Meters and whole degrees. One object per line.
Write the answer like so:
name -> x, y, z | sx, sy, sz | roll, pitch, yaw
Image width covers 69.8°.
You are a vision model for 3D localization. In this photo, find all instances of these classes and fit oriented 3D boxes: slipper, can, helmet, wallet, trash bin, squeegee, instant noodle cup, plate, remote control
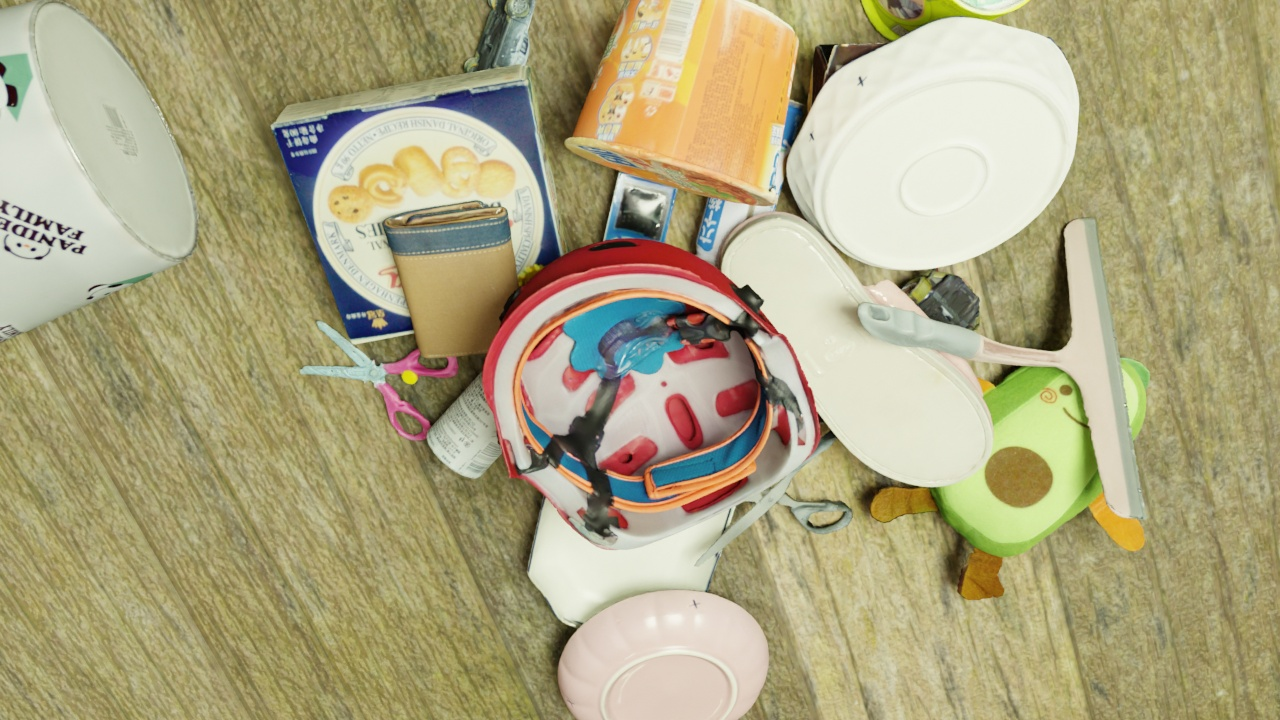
slipper -> 0.168, -0.007, 0.713 | 0.274, 0.054, 0.114 | 43, 114, -12
can -> -0.107, 0.027, 0.748 | 0.058, 0.058, 0.147 | 41, 100, -13
helmet -> -0.004, 0.004, 0.654 | 0.207, 0.143, 0.240 | -30, 122, 11
wallet -> -0.133, -0.057, 0.679 | 0.090, 0.033, 0.115 | -6, 123, 1
can -> 0.082, -0.137, 0.709 | 0.053, 0.053, 0.135 | 13, 106, -6
trash bin -> -0.464, -0.109, 0.615 | 0.252, 0.229, 0.230 | -20, 106, -3
squeegee -> 0.254, -0.013, 0.681 | 0.249, 0.040, 0.247 | 9, 71, -24
instant noodle cup -> 0.223, -0.276, 0.638 | 0.111, 0.123, 0.112 | -1, 107, -3
plate -> 0.023, 0.287, 0.817 | 0.192, 0.039, 0.193 | -3, 121, -5
plate -> -0.001, 0.115, 0.791 | 0.162, 0.034, 0.266 | 12, 105, -7
remote control -> -0.007, -0.091, 0.734 | 0.049, 0.024, 0.125 | 13, 107, -6
plate -> 0.213, -0.142, 0.660 | 0.205, 0.045, 0.205 | -2, 140, -2
instant noodle cup -> 0.035, -0.178, 0.623 | 0.151, 0.151, 0.111 | 15, 96, -7

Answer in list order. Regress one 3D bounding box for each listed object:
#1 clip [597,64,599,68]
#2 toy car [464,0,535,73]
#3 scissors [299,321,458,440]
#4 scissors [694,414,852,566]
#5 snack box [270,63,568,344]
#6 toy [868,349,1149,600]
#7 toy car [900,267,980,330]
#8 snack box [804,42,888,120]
clip -> 0.015, -0.204, 0.698 | 0.100, 0.034, 0.070 | 14, 105, -11
toy car -> -0.101, -0.234, 0.680 | 0.034, 0.043, 0.091 | 10, 111, -34
scissors -> -0.217, 0.019, 0.765 | 0.133, 0.017, 0.118 | 2, 111, 2
scissors -> 0.114, 0.118, 0.782 | 0.178, 0.014, 0.159 | -45, 121, 5
snack box -> -0.153, -0.113, 0.689 | 0.178, 0.045, 0.183 | -10, 121, 1
toy -> 0.319, 0.084, 0.765 | 0.227, 0.090, 0.247 | 40, 101, 1
toy car -> 0.206, -0.010, 0.757 | 0.158, 0.042, 0.070 | -41, 102, 20
snack box -> 0.183, -0.185, 0.675 | 0.113, 0.053, 0.126 | -1, 134, -3
